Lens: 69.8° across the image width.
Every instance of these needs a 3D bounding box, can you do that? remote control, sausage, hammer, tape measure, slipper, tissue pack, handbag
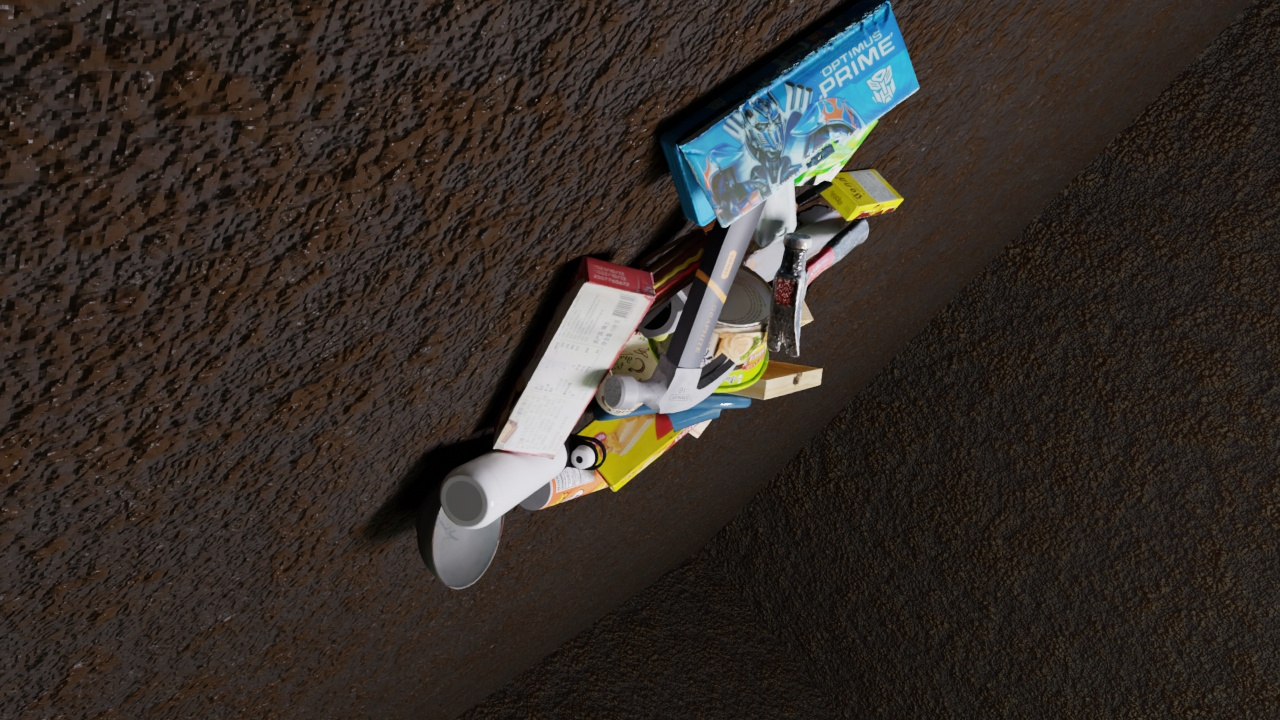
[{"bbox_3d":[0.173,-0.177,1.044,0.039,0.010,0.125,-32,-177,-24],"label":"remote control"},{"bbox_3d":[0.015,-0.077,0.938,0.156,0.040,0.040,-35,165,10],"label":"sausage"},{"bbox_3d":[0.219,-0.113,1.089,0.325,0.036,0.141,-37,138,-57],"label":"hammer"},{"bbox_3d":[0.019,-0.059,0.986,0.065,0.064,0.016,-44,164,26],"label":"tape measure"},{"bbox_3d":[0.043,0.068,1.223,0.213,0.059,0.104,-6,-179,-4],"label":"slipper"},{"bbox_3d":[0.203,-0.234,0.999,0.113,0.034,0.100,-19,152,-55],"label":"tissue pack"},{"bbox_3d":[0.077,-0.137,0.990,0.195,0.043,0.094,-23,161,-24],"label":"handbag"},{"bbox_3d":[0.135,-0.172,0.933,0.050,0.022,0.133,-27,139,-11],"label":"remote control"},{"bbox_3d":[0.070,-0.088,0.902,0.139,0.035,0.313,2,118,-37],"label":"hammer"}]

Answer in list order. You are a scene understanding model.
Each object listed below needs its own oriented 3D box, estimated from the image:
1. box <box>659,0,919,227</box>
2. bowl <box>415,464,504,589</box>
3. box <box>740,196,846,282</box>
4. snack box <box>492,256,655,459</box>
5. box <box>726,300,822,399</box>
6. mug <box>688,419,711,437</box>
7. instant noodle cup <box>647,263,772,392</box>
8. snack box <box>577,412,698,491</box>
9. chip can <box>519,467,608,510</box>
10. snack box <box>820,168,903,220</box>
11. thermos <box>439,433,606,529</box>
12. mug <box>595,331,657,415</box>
[{"bbox_3d":[0.136,-0.214,0.795,0.243,0.066,0.091,-37,135,-14],"label":"box"},{"bbox_3d":[-0.216,0.184,1.055,0.150,0.057,0.150,6,90,-69],"label":"bowl"},{"bbox_3d":[0.171,-0.132,1.185,0.215,0.063,0.157,-29,171,-35],"label":"box"},{"bbox_3d":[-0.075,0.005,0.935,0.076,0.044,0.274,12,136,-21],"label":"snack box"},{"bbox_3d":[0.151,-0.013,1.265,0.141,0.148,0.248,-17,175,27],"label":"box"},{"bbox_3d":[0.078,0.044,1.379,0.104,0.085,0.111,-51,134,1],"label":"mug"},{"bbox_3d":[0.087,-0.044,1.051,0.145,0.146,0.098,-29,150,-36],"label":"instant noodle cup"},{"bbox_3d":[0.011,0.087,1.295,0.200,0.092,0.042,-38,164,-8],"label":"snack box"},{"bbox_3d":[-0.098,0.165,1.308,0.062,0.062,0.210,-47,163,20],"label":"chip can"},{"bbox_3d":[0.282,-0.214,1.174,0.148,0.061,0.026,-19,154,-51],"label":"snack box"},{"bbox_3d":[-0.128,0.129,1.049,0.229,0.101,0.068,-26,125,-67],"label":"thermos"},{"bbox_3d":[-0.007,0.007,1.119,0.121,0.081,0.097,-62,-176,-31],"label":"mug"}]
